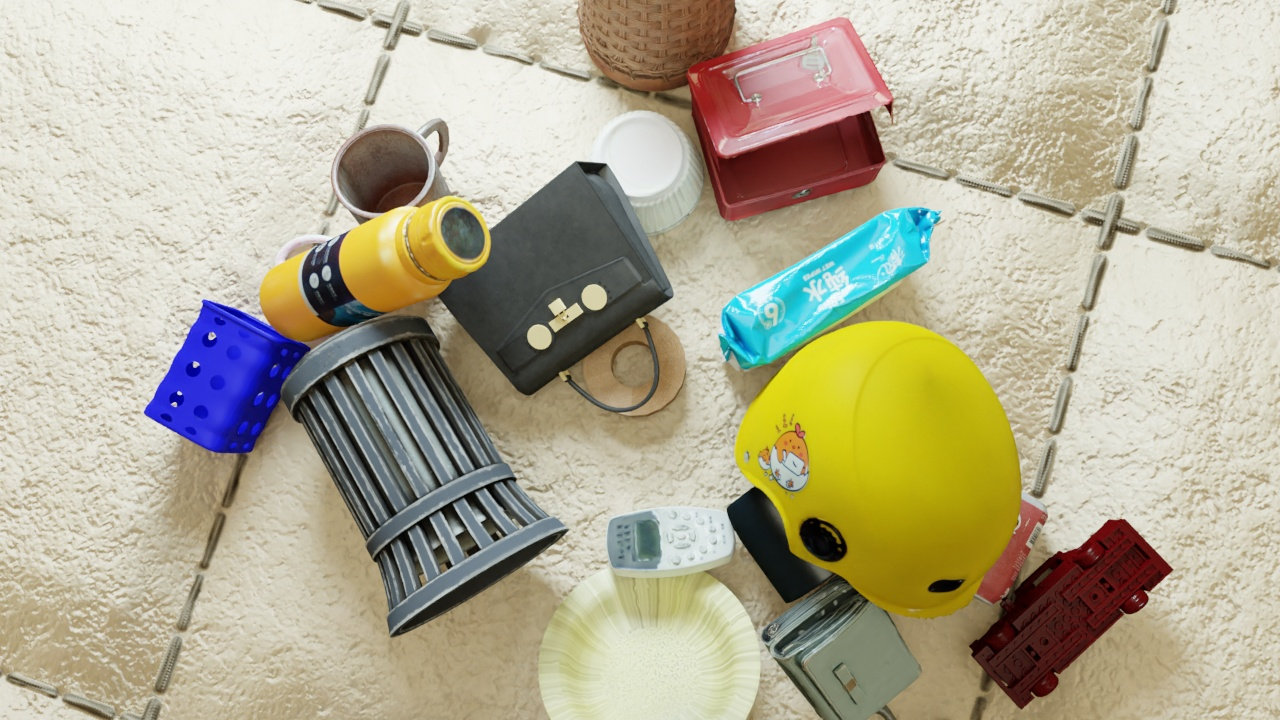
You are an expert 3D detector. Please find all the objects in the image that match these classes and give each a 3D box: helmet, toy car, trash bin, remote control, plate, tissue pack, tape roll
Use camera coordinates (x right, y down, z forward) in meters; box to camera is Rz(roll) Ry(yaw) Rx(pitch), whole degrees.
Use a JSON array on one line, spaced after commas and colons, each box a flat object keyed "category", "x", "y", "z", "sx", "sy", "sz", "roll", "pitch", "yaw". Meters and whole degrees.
[{"category": "helmet", "x": 0.207, "y": 0.068, "z": 0.714, "sx": 0.208, "sy": 0.140, "sz": 0.240, "roll": -26, "pitch": 67, "yaw": -30}, {"category": "toy car", "x": 0.356, "y": 0.210, "z": 0.775, "sx": 0.170, "sy": 0.062, "sz": 0.070, "roll": -42, "pitch": 82, "yaw": -2}, {"category": "trash bin", "x": -0.190, "y": 0.089, "z": 0.779, "sx": 0.164, "sy": 0.164, "sz": 0.227, "roll": -32, "pitch": 79, "yaw": -1}, {"category": "remote control", "x": 0.027, "y": 0.160, "z": 0.811, "sx": 0.114, "sy": 0.028, "sz": 0.060, "roll": -4, "pitch": 61, "yaw": 3}, {"category": "plate", "x": 0.008, "y": 0.261, "z": 0.779, "sx": 0.184, "sy": 0.036, "sz": 0.184, "roll": -3, "pitch": 50, "yaw": 4}, {"category": "trash bin", "x": 0.009, "y": -0.344, "z": 0.790, "sx": 0.151, "sy": 0.210, "sz": 0.151, "roll": -1, "pitch": 82, "yaw": 4}, {"category": "tissue pack", "x": 0.159, "y": -0.061, "z": 0.794, "sx": 0.209, "sy": 0.117, "sz": 0.066, "roll": -31, "pitch": 85, "yaw": -1}, {"category": "tape roll", "x": -0.005, "y": 0.005, "z": 0.840, "sx": 0.094, "sy": 0.027, "sz": 0.094, "roll": 0, "pitch": 83, "yaw": 4}]

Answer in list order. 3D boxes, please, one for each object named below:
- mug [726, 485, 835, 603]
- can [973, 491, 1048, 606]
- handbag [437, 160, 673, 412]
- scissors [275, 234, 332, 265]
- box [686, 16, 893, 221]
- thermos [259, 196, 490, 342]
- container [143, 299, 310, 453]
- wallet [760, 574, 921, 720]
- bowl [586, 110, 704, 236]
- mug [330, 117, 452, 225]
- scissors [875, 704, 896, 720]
[{"category": "mug", "x": 0.144, "y": 0.135, "z": 0.793, "sx": 0.121, "sy": 0.085, "sz": 0.094, "roll": -30, "pitch": 77, "yaw": -29}, {"category": "can", "x": 0.305, "y": 0.158, "z": 0.789, "sx": 0.054, "sy": 0.054, "sz": 0.096, "roll": 29, "pitch": 86, "yaw": 6}, {"category": "handbag", "x": -0.055, "y": -0.041, "z": 0.804, "sx": 0.176, "sy": 0.072, "sz": 0.195, "roll": -34, "pitch": 88, "yaw": 22}, {"category": "scissors", "x": -0.264, "y": -0.102, "z": 0.877, "sx": 0.178, "sy": 0.016, "sz": 0.101, "roll": -25, "pitch": 82, "yaw": 1}, {"category": "box", "x": 0.132, "y": -0.214, "z": 0.832, "sx": 0.157, "sy": 0.126, "sz": 0.136, "roll": -16, "pitch": 62, "yaw": 5}, {"category": "thermos", "x": -0.221, "y": -0.080, "z": 0.772, "sx": 0.233, "sy": 0.091, "sz": 0.076, "roll": -14, "pitch": 122, "yaw": 38}, {"category": "container", "x": -0.374, "y": 0.017, "z": 0.834, "sx": 0.085, "sy": 0.084, "sz": 0.113, "roll": 27, "pitch": 87, "yaw": 5}, {"category": "wallet", "x": 0.170, "y": 0.245, "z": 0.760, "sx": 0.100, "sy": 0.054, "sz": 0.132, "roll": -36, "pitch": 125, "yaw": 1}, {"category": "bowl", "x": 0.002, "y": -0.178, "z": 0.844, "sx": 0.115, "sy": 0.062, "sz": 0.115, "roll": 0, "pitch": 83, "yaw": 3}, {"category": "mug", "x": -0.208, "y": -0.160, "z": 0.831, "sx": 0.096, "sy": 0.110, "sz": 0.122, "roll": 35, "pitch": 77, "yaw": 6}, {"category": "scissors", "x": 0.218, "y": 0.411, "z": 0.782, "sx": 0.114, "sy": 0.016, "sz": 0.229, "roll": 9, "pitch": 84, "yaw": 5}]
